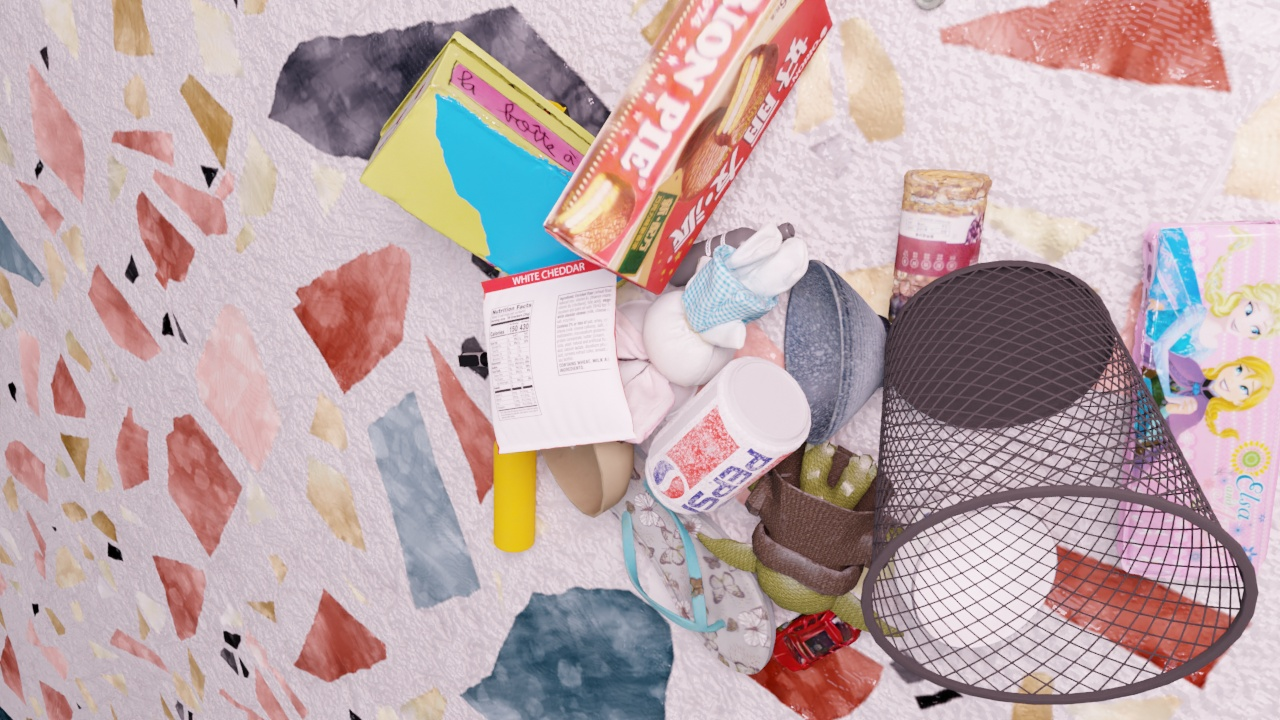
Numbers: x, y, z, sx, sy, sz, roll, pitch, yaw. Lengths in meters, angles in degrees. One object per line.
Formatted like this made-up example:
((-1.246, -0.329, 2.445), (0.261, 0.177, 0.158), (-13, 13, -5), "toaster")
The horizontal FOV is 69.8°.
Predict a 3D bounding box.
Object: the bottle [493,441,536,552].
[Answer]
((-0.127, 0.122, 0.929), (0.043, 0.043, 0.144), (16, 114, 29), "bottle")

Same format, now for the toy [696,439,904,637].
((0.140, 0.134, 0.732), (0.179, 0.078, 0.153), (23, 123, 20), "toy")

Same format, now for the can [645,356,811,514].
((0.063, 0.061, 0.699), (0.078, 0.078, 0.136), (51, 139, 9), "can")

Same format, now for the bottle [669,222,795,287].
((0.072, -0.088, 0.734), (0.113, 0.030, 0.030), (-16, 96, 36), "bottle")

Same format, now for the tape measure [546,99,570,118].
((-0.086, -0.189, 0.786), (0.037, 0.064, 0.065), (-6, 101, 34), "tape measure")

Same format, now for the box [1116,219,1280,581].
((0.355, 0.026, 0.581), (0.085, 0.053, 0.230), (1, 106, 16), "box")

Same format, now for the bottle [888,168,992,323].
((0.205, -0.076, 0.633), (0.056, 0.056, 0.105), (13, 112, 30), "bottle")

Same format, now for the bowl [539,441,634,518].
((-0.049, 0.059, 0.810), (0.152, 0.050, 0.153), (46, 148, 40), "bowl")

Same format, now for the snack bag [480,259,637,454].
((-0.069, -0.003, 0.723), (0.131, 0.039, 0.144), (-9, 84, 27), "snack bag")

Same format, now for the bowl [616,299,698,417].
((-0.005, 0.005, 0.810), (0.110, 0.040, 0.110), (11, 112, 31), "bowl")

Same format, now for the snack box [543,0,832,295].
((0.036, -0.164, 0.629), (0.060, 0.113, 0.236), (35, 96, 19), "snack box")

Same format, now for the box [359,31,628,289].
((-0.094, -0.137, 0.734), (0.221, 0.080, 0.125), (30, 133, -24), "box")

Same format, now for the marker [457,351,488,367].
((-0.123, -0.002, 0.902), (0.141, 0.016, 0.016), (-1, 105, 34), "marker")

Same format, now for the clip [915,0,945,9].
((0.202, -0.262, 0.592), (0.023, 0.059, 0.076), (45, 137, 15), "clip")

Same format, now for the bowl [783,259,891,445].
((0.152, -0.006, 0.679), (0.057, 0.137, 0.137), (-1, 109, -7), "bowl")

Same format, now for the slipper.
((0.024, 0.166, 0.827), (0.268, 0.054, 0.098), (52, 125, 16), "slipper")

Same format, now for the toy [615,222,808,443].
((0.049, -0.037, 0.725), (0.206, 0.105, 0.131), (-39, 70, 29), "toy")

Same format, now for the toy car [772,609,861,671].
((0.149, 0.239, 0.790), (0.042, 0.036, 0.091), (53, 133, 9), "toy car")

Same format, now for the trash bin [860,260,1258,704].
((0.223, 0.058, 0.543), (0.184, 0.209, 0.184), (6, 132, 7), "trash bin")

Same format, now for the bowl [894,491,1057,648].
((0.235, 0.144, 0.667), (0.063, 0.113, 0.113), (-127, 35, -69), "bowl")
